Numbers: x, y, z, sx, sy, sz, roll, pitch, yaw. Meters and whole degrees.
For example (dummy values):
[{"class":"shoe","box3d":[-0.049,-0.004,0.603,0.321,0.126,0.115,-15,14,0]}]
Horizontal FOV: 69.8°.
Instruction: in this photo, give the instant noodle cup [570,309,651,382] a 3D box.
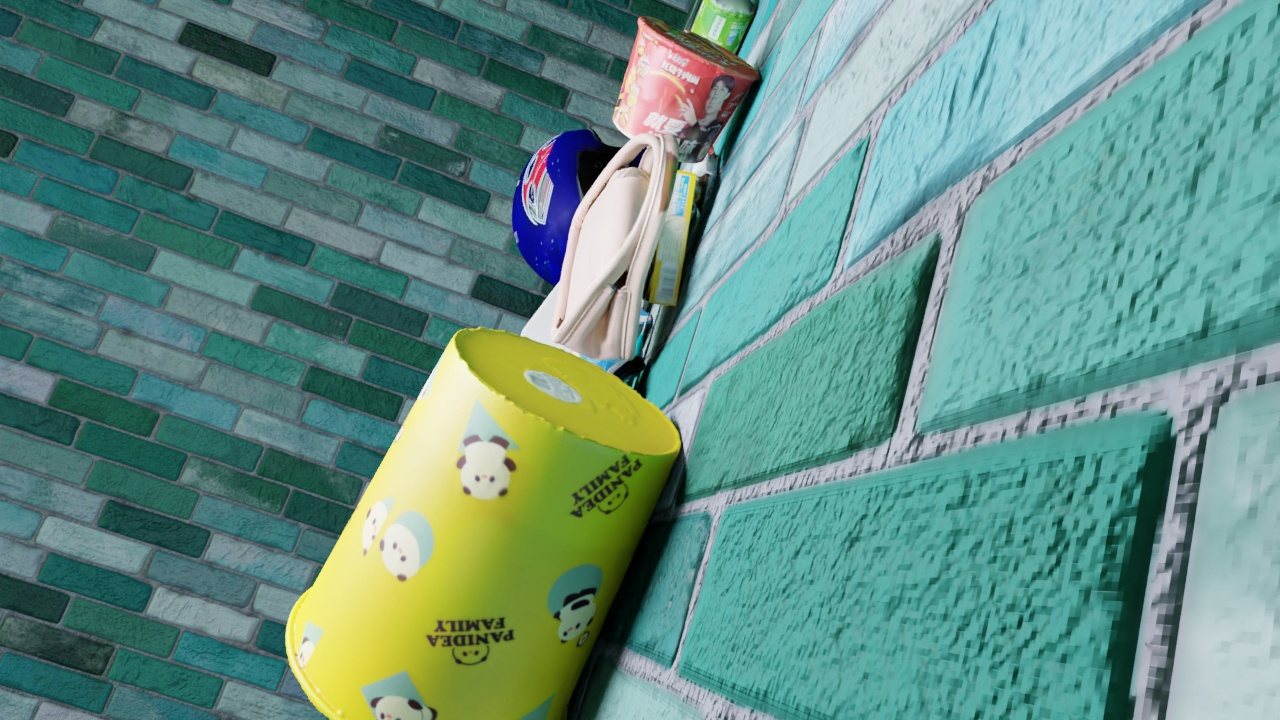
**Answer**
[{"class":"instant noodle cup","box3d":[-0.045,-0.012,1.131,0.099,0.099,0.110,-92,15,-73]}]

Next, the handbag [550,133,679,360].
[{"class":"handbag","box3d":[-0.014,-0.129,0.932,0.235,0.093,0.192,120,159,-53]}]

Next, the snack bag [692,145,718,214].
[{"class":"snack bag","box3d":[0.070,-0.205,1.013,0.104,0.026,0.048,-79,2,-52]}]

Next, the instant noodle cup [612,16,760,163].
[{"class":"instant noodle cup","box3d":[0.041,-0.278,0.961,0.137,0.138,0.109,-83,18,-63]}]

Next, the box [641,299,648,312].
[{"class":"box","box3d":[-0.030,-0.026,1.204,0.164,0.051,0.068,-66,22,11]}]

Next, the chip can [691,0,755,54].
[{"class":"chip can","box3d":[0.086,-0.406,1.270,0.222,0.072,0.072,117,170,-45]}]

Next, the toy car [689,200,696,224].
[{"class":"toy car","box3d":[0.046,-0.171,1.078,0.090,0.034,0.043,-83,17,-54]}]

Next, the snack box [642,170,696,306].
[{"class":"snack box","box3d":[0.030,-0.129,0.984,0.087,0.033,0.140,-127,47,-82]}]

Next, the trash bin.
[{"class":"trash bin","box3d":[-0.106,0.129,0.689,0.255,0.229,0.229,-62,8,13]}]

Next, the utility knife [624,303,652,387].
[{"class":"utility knife","box3d":[-0.006,0.006,1.058,0.029,0.013,0.217,91,-167,-69]}]

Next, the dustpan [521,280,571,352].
[{"class":"dustpan","box3d":[-0.059,-0.038,1.340,0.222,0.143,0.258,-54,-29,-15]}]

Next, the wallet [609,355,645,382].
[{"class":"wallet","box3d":[-0.050,0.032,0.982,0.097,0.019,0.120,-32,0,18]}]

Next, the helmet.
[{"class":"helmet","box3d":[-0.083,-0.264,1.516,0.248,0.240,0.314,127,163,-63]}]
